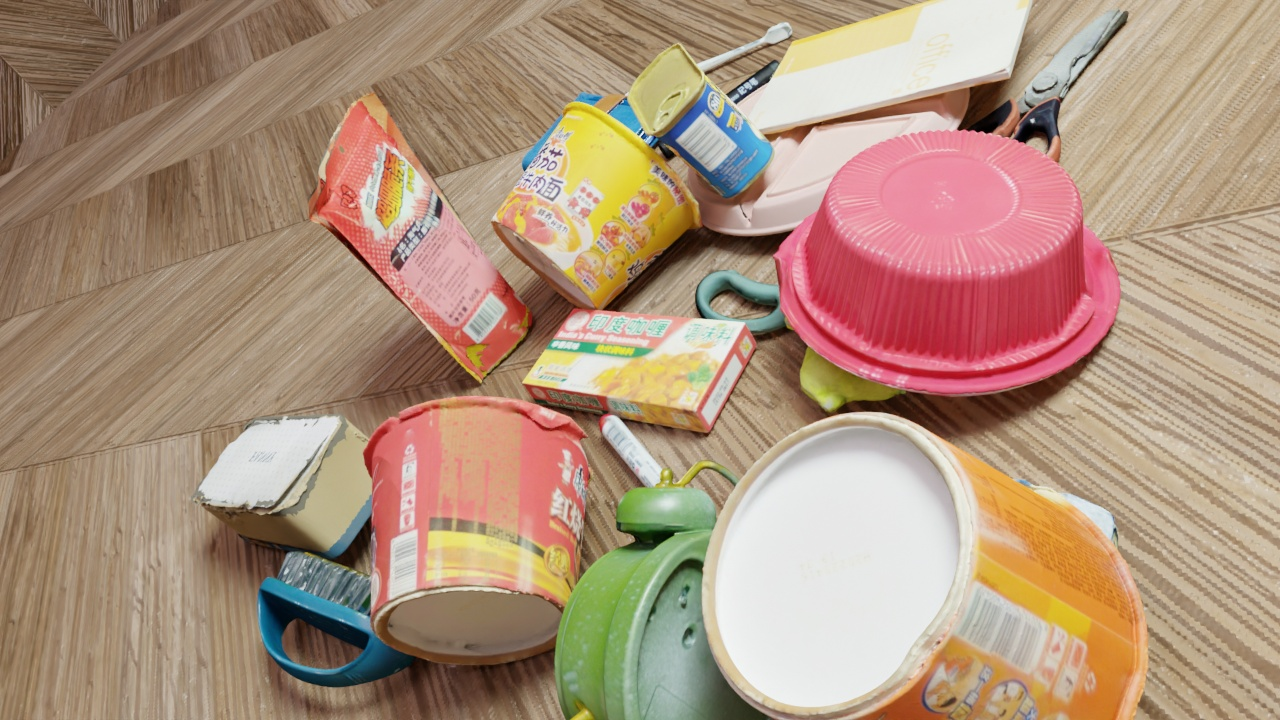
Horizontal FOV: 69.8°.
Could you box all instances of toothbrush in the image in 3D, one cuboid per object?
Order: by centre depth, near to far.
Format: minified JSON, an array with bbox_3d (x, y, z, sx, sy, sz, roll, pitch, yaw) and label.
[{"bbox_3d":[0.063,-0.292,0.907,0.180,0.016,0.016,-20,33,16],"label":"toothbrush"}]

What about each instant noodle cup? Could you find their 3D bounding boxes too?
[{"bbox_3d":[0.104,0.097,0.370,0.152,0.111,0.151,-31,41,32],"label":"instant noodle cup"},{"bbox_3d":[-0.094,0.103,0.523,0.138,0.138,0.108,-18,50,18],"label":"instant noodle cup"},{"bbox_3d":[0.172,-0.070,0.523,0.194,0.066,0.193,-6,46,7],"label":"instant noodle cup"},{"bbox_3d":[-0.040,-0.110,0.705,0.109,0.138,0.138,-50,41,-8],"label":"instant noodle cup"}]

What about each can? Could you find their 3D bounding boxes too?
[{"bbox_3d":[0.044,-0.175,0.676,0.057,0.083,0.102,-44,32,17],"label":"can"}]

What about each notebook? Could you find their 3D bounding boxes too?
[{"bbox_3d":[0.187,-0.232,0.702,0.207,0.010,0.145,-4,44,38],"label":"notebook"}]

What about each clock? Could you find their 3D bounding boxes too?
[{"bbox_3d":[0.022,0.123,0.431,0.056,0.116,0.160,-7,48,43],"label":"clock"}]

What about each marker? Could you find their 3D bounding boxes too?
[{"bbox_3d":[0.010,0.074,0.566,0.017,0.017,0.145,-38,39,-5],"label":"marker"},{"bbox_3d":[0.073,-0.226,0.830,0.132,0.020,0.022,-35,10,0],"label":"marker"}]

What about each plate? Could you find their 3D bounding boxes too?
[{"bbox_3d":[0.136,-0.180,0.716,0.230,0.028,0.229,-23,35,17],"label":"plate"}]

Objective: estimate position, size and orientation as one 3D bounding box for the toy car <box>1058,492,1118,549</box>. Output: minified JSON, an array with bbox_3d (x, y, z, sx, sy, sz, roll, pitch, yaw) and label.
[{"bbox_3d":[0.182,0.102,0.407,0.049,0.031,0.105,-1,48,33],"label":"toy car"}]

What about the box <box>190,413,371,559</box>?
[{"bbox_3d":[-0.253,0.089,0.673,0.185,0.063,0.089,-1,49,46],"label":"box"}]

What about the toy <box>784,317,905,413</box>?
[{"bbox_3d":[0.128,-0.017,0.550,0.096,0.031,0.100,-40,50,-6],"label":"toy"}]

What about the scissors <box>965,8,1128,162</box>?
[{"bbox_3d":[0.287,-0.177,0.635,0.209,0.015,0.182,-24,39,12],"label":"scissors"}]

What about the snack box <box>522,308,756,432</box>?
[{"bbox_3d":[-0.004,0.004,0.639,0.156,0.027,0.076,7,52,39],"label":"snack box"}]

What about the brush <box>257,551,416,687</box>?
[{"bbox_3d":[-0.196,0.167,0.581,0.144,0.055,0.073,6,52,38],"label":"brush"}]

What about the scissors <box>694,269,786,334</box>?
[{"bbox_3d":[0.123,-0.072,0.638,0.175,0.019,0.169,2,49,37],"label":"scissors"}]

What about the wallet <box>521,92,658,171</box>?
[{"bbox_3d":[-0.045,-0.212,0.884,0.133,0.040,0.106,25,71,46],"label":"wallet"}]

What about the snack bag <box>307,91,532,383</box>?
[{"bbox_3d":[-0.165,-0.085,0.699,0.073,0.208,0.128,-13,44,25],"label":"snack bag"}]
